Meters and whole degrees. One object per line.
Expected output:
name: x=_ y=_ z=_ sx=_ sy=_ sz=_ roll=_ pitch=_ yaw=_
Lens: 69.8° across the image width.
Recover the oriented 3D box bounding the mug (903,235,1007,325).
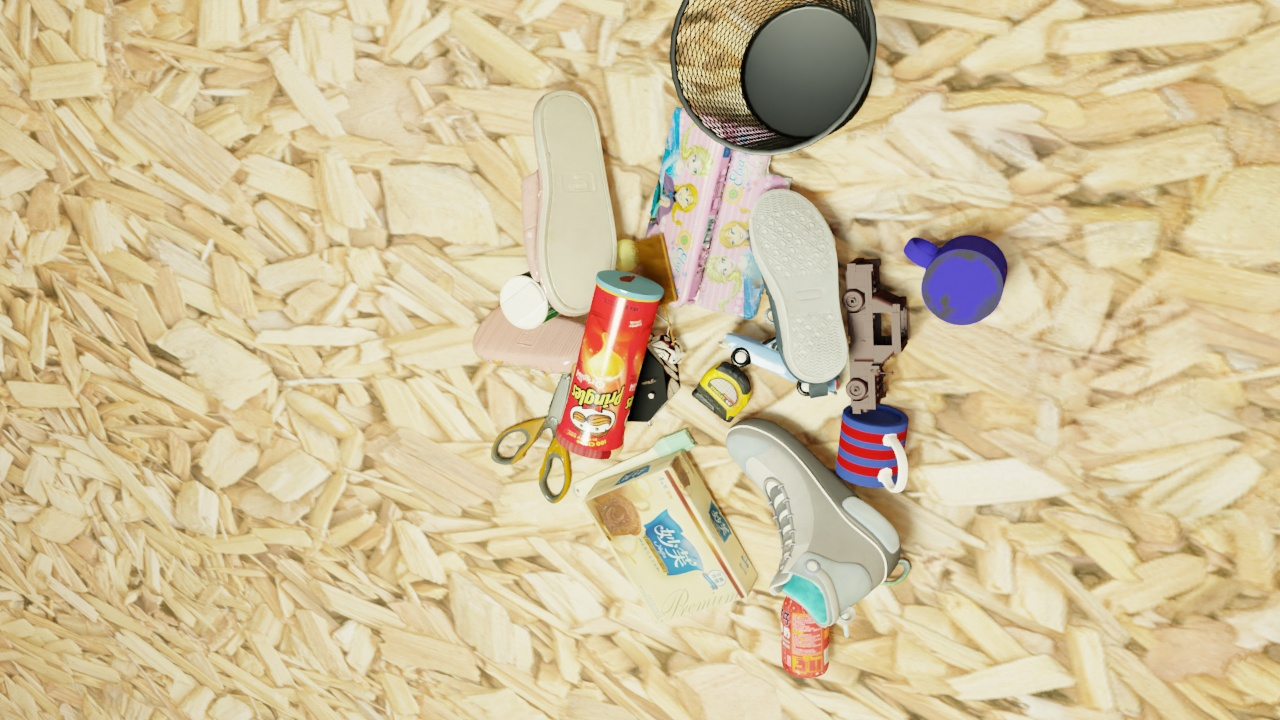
mug: x=0.330 y=-0.095 z=0.973 sx=0.111 sy=0.083 sz=0.079 roll=34 pitch=118 yaw=11

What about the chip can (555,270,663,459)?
chip can: x=-0.038 y=0.006 z=1.100 sx=0.087 sy=0.086 sz=0.214 roll=22 pitch=112 yaw=17

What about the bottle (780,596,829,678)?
bottle: x=0.212 y=0.335 z=1.187 sx=0.062 sy=0.061 sz=0.137 roll=3 pitch=102 yaw=24

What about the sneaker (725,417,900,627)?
sneaker: x=0.169 y=0.189 z=1.080 sx=0.256 sy=0.160 sz=0.093 roll=41 pitch=143 yaw=19

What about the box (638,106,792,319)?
box: x=0.083 y=-0.167 z=1.079 sx=0.161 sy=0.061 sz=0.231 roll=20 pitch=114 yaw=18

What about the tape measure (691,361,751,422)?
tape measure: x=0.107 y=0.036 z=1.148 sx=0.065 sy=0.037 sz=0.064 roll=36 pitch=119 yaw=8

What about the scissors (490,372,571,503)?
scissors: x=-0.138 y=0.093 z=1.293 sx=0.175 sy=0.016 sz=0.226 roll=20 pitch=114 yaw=17

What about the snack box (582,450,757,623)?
snack box: x=0.039 y=0.239 z=1.231 sx=0.154 sy=0.055 sz=0.207 roll=-26 pitch=99 yaw=30

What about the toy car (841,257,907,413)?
toy car: x=0.266 y=-0.029 z=1.035 sx=0.062 sy=0.070 sz=0.170 roll=0 pitch=103 yaw=24

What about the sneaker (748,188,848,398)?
sneaker: x=0.179 y=-0.076 z=1.039 sx=0.089 sy=0.087 sz=0.235 roll=-10 pitch=79 yaw=2

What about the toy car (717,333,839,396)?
toy car: x=0.167 y=-0.001 z=1.094 sx=0.153 sy=0.056 sz=0.055 roll=24 pitch=97 yaw=10

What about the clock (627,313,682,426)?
clock: x=-0.007 y=0.007 z=1.174 sx=0.115 sy=0.064 sz=0.155 roll=23 pitch=116 yaw=17

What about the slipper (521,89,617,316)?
slipper: x=-0.090 y=-0.189 z=1.115 sx=0.055 sy=0.114 sz=0.274 roll=-7 pitch=85 yaw=59

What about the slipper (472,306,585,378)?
slipper: x=-0.136 y=-0.013 z=1.216 sx=0.197 sy=0.093 sz=0.081 roll=13 pitch=150 yaw=36

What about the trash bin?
trash bin: x=0.148 y=-0.295 z=0.908 sx=0.184 sy=0.209 sz=0.184 roll=4 pitch=102 yaw=18

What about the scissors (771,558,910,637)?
scissors: x=0.248 y=0.260 z=1.149 sx=0.171 sy=0.021 sz=0.173 roll=-8 pitch=91 yaw=7

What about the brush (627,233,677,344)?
brush: x=0.021 y=-0.086 z=1.104 sx=0.048 sy=0.017 sz=0.126 roll=-11 pitch=92 yaw=46

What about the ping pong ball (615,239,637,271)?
ping pong ball: x=-0.018 y=-0.131 z=1.147 sx=0.040 sy=0.040 sz=0.040 roll=8 pitch=110 yaw=22

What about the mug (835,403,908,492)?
mug: x=0.275 y=0.104 z=1.054 sx=0.075 sy=0.112 sz=0.076 roll=-3 pitch=110 yaw=-14

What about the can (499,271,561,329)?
can: x=-0.120 y=-0.087 z=1.163 sx=0.067 sy=0.120 sz=0.067 roll=8 pitch=110 yaw=22

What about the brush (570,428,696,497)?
brush: x=-0.015 y=0.145 z=1.258 sx=0.218 sy=0.012 sz=0.033 roll=-29 pitch=94 yaw=31
